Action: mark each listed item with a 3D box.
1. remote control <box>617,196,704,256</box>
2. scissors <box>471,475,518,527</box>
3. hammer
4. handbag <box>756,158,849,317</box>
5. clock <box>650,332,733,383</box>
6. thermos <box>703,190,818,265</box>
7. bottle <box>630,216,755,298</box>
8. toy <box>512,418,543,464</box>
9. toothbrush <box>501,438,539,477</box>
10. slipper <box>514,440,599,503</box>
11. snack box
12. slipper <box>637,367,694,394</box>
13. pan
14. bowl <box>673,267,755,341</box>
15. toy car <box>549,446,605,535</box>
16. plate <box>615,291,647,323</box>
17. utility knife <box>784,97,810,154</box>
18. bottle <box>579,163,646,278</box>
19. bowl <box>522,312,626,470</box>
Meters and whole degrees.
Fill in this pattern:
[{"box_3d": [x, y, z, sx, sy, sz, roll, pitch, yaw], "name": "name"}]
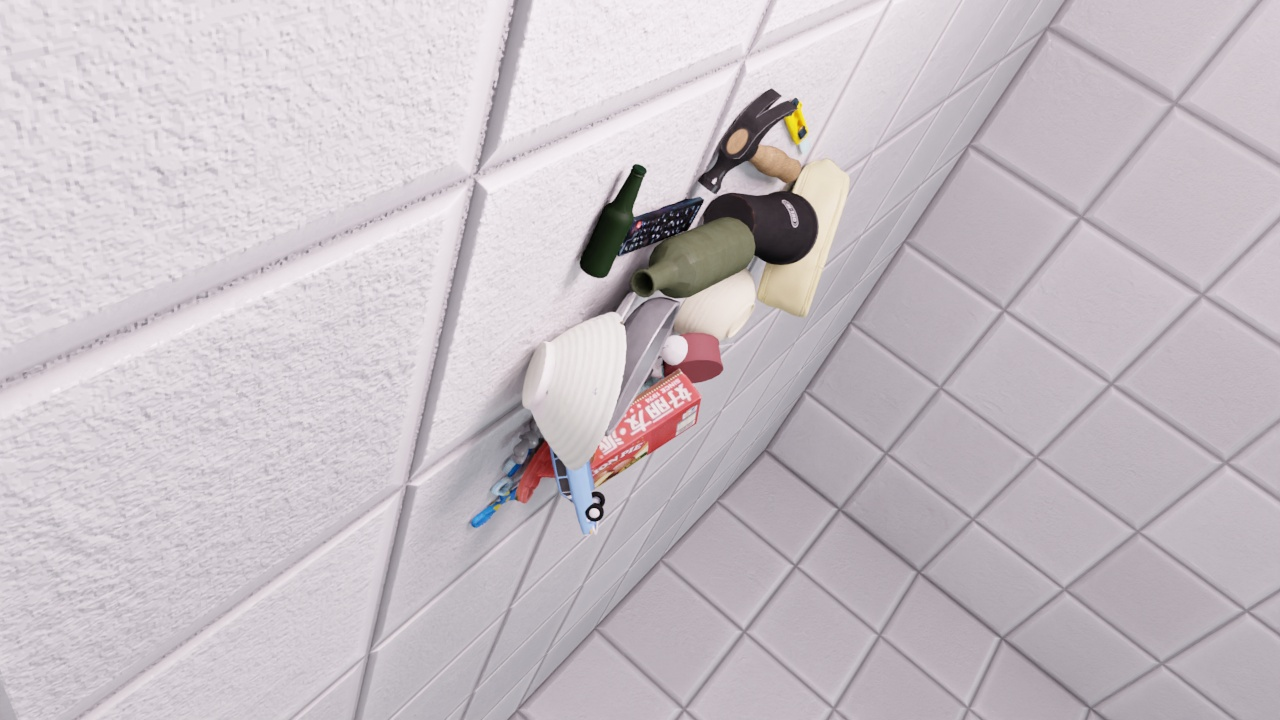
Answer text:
[{"box_3d": [0.019, -0.154, 1.027, 0.149, 0.022, 0.047, -29, 155, -52], "name": "remote control"}, {"box_3d": [-0.181, 0.178, 1.249, 0.130, 0.018, 0.111, -34, 160, -50], "name": "scissors"}, {"box_3d": [0.166, -0.264, 1.180, 0.132, 0.040, 0.304, -52, 167, 17], "name": "hammer"}, {"box_3d": [0.254, -0.196, 1.434, 0.190, 0.088, 0.233, -56, 163, -67], "name": "handbag"}, {"box_3d": [0.067, -0.004, 1.389, 0.137, 0.048, 0.096, 5, 154, -25], "name": "clock"}, {"box_3d": [0.162, -0.183, 1.246, 0.106, 0.106, 0.218, -57, 160, 20], "name": "thermos"}, {"box_3d": [0.058, -0.114, 1.065, 0.206, 0.071, 0.072, -29, 154, -51], "name": "bottle"}, {"box_3d": [-0.125, 0.084, 1.146, 0.111, 0.030, 0.049, -53, 165, -39], "name": "toy"}, {"box_3d": [-0.132, 0.097, 1.192, 0.134, 0.017, 0.022, -50, 170, -22], "name": "toothbrush"}, {"box_3d": [-0.079, 0.099, 1.244, 0.248, 0.059, 0.103, -52, 175, -11], "name": "slipper"}, {"box_3d": [-0.022, 0.114, 1.368, 0.236, 0.060, 0.113, -32, 161, -13], "name": "snack box"}, {"box_3d": [0.050, 0.055, 1.541, 0.116, 0.069, 0.275, -60, 163, 18], "name": "slipper"}, {"box_3d": [-0.007, 0.007, 1.160, 0.178, 0.041, 0.357, -61, 175, -1], "name": "pan"}, {"box_3d": [0.128, -0.083, 1.419, 0.150, 0.075, 0.151, -48, 165, -17], "name": "bowl"}, {"box_3d": [-0.081, 0.149, 1.169, 0.055, 0.153, 0.056, -10, -168, 2], "name": "toy car"}, {"box_3d": [-0.033, -0.027, 1.122, 0.208, 0.015, 0.209, -62, 177, -6], "name": "plate"}, {"box_3d": [0.218, -0.316, 1.255, 0.030, 0.019, 0.217, -44, 170, 10], "name": "utility knife"}, {"box_3d": [-0.024, -0.138, 0.906, 0.032, 0.033, 0.123, -32, 156, -52], "name": "bottle"}, {"box_3d": [-0.082, 0.024, 0.988, 0.177, 0.071, 0.177, -164, -89, -70], "name": "bowl"}]
